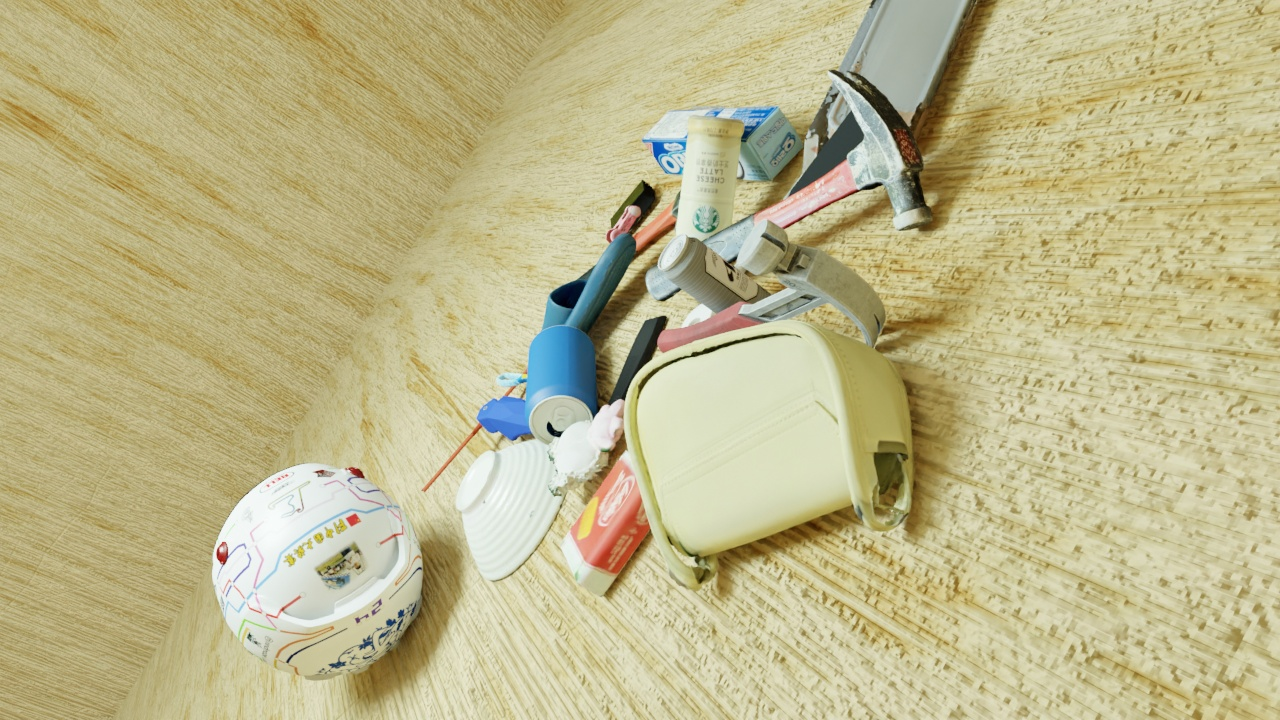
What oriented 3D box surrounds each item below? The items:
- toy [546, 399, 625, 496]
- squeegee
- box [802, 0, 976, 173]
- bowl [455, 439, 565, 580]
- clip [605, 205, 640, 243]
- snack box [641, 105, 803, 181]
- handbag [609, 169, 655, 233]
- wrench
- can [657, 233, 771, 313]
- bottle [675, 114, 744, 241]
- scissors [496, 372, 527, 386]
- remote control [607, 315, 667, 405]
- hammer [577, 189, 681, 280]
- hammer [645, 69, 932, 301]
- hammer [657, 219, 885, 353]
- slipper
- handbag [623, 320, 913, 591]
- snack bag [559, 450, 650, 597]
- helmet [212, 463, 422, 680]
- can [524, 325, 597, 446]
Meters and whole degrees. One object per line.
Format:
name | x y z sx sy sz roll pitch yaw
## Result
toy | -0.051 0.087 0.937 0.109 0.041 0.095 -42 27 16
squeegee | -0.160 0.072 1.147 0.185 0.055 0.248 4 48 51
box | 0.228 -0.261 0.826 0.105 0.096 0.216 18 72 26
bowl | -0.157 0.149 1.025 0.178 0.071 0.177 -43 27 28
clip | -0.022 -0.172 1.164 0.058 0.022 0.037 -54 19 -3
snack box | 0.085 -0.243 1.025 0.059 0.059 0.226 -48 31 -11
handbag | -0.013 -0.230 1.299 0.084 0.027 0.177 -49 19 18
wrench | 0.125 -0.127 0.903 0.273 0.009 0.047 -54 23 8
can | 0.068 -0.068 0.814 0.044 0.106 0.043 -44 26 28
bottle | 0.067 -0.163 0.927 0.056 0.056 0.162 -136 50 -67
scissors | -0.135 0.023 1.151 0.104 0.019 0.132 -19 20 -12
remote control | -0.006 0.006 0.988 0.039 0.010 0.124 -11 51 59
hammer | -0.024 -0.139 1.188 0.334 0.033 0.132 -33 34 45
hammer | 0.106 -0.128 0.817 0.327 0.036 0.140 -25 79 51
hammer | 0.086 -0.030 0.765 0.036 0.126 0.316 -64 12 -16
slipper | -0.073 -0.075 1.123 0.214 0.059 0.103 -54 -4 30
handbag | 0.089 0.057 0.657 0.234 0.088 0.190 -32 52 45
snack bag | -0.022 0.142 0.814 0.116 0.036 0.077 -55 23 4
helmet | -0.383 0.266 1.118 0.230 0.236 0.315 -33 -11 -30
can | -0.089 0.027 1.037 0.079 0.079 0.146 -46 25 23
